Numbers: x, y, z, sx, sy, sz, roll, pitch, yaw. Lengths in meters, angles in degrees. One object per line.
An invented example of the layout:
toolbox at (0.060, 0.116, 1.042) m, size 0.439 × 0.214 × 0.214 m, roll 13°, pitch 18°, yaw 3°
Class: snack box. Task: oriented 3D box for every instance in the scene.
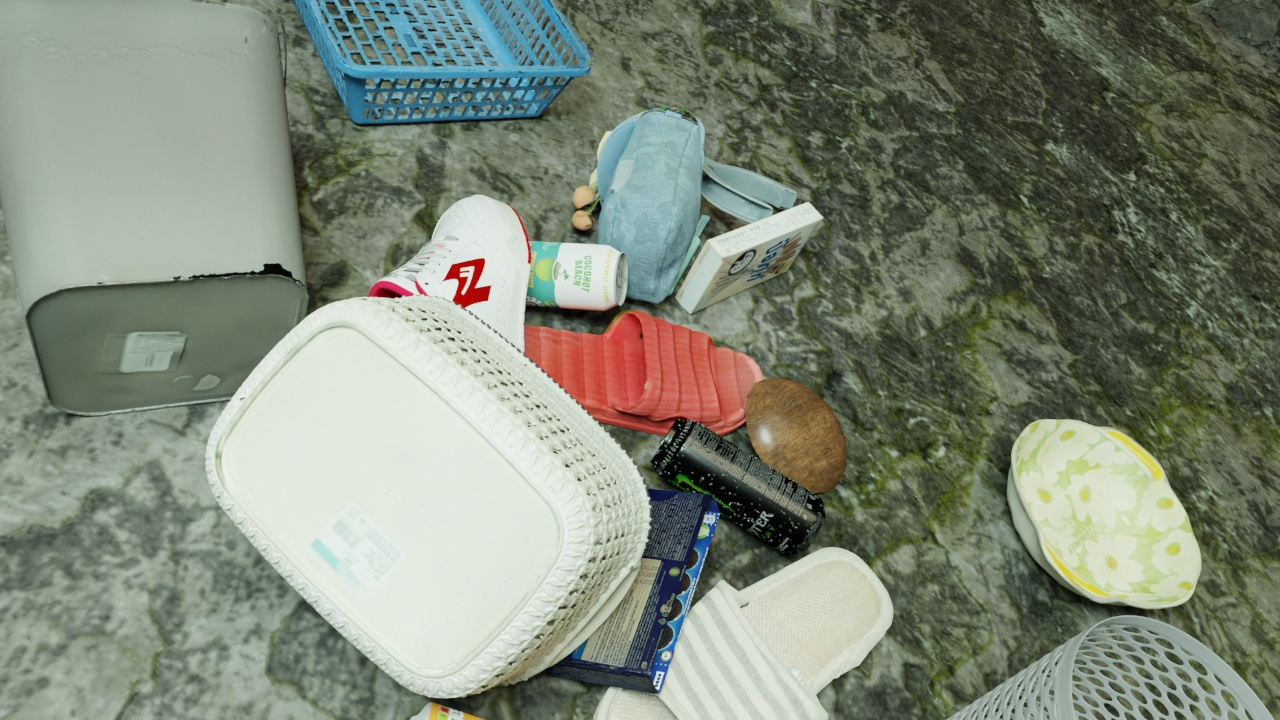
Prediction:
snack box at (-0.005, 0.151, 0.628) m, size 0.082 × 0.027 × 0.149 m, roll 1°, pitch 40°, yaw 25°
snack box at (0.105, -0.099, 0.877) m, size 0.149 × 0.082 × 0.026 m, roll -25°, pitch 67°, yaw -38°

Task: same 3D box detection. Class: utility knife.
utility knife at (0.043, -0.103, 0.899) m, size 0.022 × 0.015 × 0.147 m, roll 6°, pitch 40°, yaw 23°

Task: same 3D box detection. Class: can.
can at (0.077, 0.098, 0.718) m, size 0.137 × 0.054 × 0.053 m, roll 32°, pitch 46°, yaw 2°
can at (-0.065, -0.071, 0.770) m, size 0.102 × 0.055 × 0.054 m, roll 5°, pitch 46°, yaw 12°
can at (-0.070, 0.249, 0.507) m, size 0.142 × 0.079 × 0.078 m, roll 22°, pitch 47°, yaw -7°

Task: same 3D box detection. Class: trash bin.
trash bin at (-0.324, -0.099, 0.614) m, size 0.197 × 0.198 × 0.220 m, roll -7°, pitch 63°, yaw -29°
trash bin at (0.277, 0.271, 0.577) m, size 0.156 × 0.184 × 0.156 m, roll 13°, pitch 49°, yaw -15°

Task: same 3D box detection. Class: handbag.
handbag at (-0.002, -0.147, 0.851) m, size 0.118 × 0.122 × 0.191 m, roll 12°, pitch 48°, yaw 6°

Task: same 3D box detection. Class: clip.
clip at (0.103, -0.188, 0.978) m, size 0.173 × 0.031 × 0.164 m, roll 39°, pitch 28°, yaw 31°

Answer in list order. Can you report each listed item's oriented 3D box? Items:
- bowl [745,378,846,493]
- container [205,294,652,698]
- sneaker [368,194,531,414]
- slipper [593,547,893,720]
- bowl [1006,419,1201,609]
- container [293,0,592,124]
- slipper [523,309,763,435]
bowl at (0.140, 0.059, 0.779) m, size 0.114 × 0.026 × 0.101 m, roll 24°, pitch 52°, yaw -27°
container at (-0.123, 0.075, 0.533) m, size 0.251 × 0.143 × 0.185 m, roll 41°, pitch 92°, yaw 9°
sneaker at (-0.151, -0.050, 0.695) m, size 0.104 × 0.091 × 0.236 m, roll 25°, pitch 47°, yaw -35°
slipper at (0.083, 0.207, 0.636) m, size 0.271 × 0.054 × 0.114 m, roll -24°, pitch 61°, yaw -38°
bowl at (0.402, 0.145, 0.828) m, size 0.188 × 0.060 × 0.218 m, roll 43°, pitch 49°, yaw 12°
container at (-0.240, -0.379, 0.943) m, size 0.256 × 0.089 × 0.362 m, roll -12°, pitch 59°, yaw -33°
slipper at (-0.004, 0.004, 0.756) m, size 0.248 × 0.059 × 0.103 m, roll 6°, pitch 50°, yaw -19°
